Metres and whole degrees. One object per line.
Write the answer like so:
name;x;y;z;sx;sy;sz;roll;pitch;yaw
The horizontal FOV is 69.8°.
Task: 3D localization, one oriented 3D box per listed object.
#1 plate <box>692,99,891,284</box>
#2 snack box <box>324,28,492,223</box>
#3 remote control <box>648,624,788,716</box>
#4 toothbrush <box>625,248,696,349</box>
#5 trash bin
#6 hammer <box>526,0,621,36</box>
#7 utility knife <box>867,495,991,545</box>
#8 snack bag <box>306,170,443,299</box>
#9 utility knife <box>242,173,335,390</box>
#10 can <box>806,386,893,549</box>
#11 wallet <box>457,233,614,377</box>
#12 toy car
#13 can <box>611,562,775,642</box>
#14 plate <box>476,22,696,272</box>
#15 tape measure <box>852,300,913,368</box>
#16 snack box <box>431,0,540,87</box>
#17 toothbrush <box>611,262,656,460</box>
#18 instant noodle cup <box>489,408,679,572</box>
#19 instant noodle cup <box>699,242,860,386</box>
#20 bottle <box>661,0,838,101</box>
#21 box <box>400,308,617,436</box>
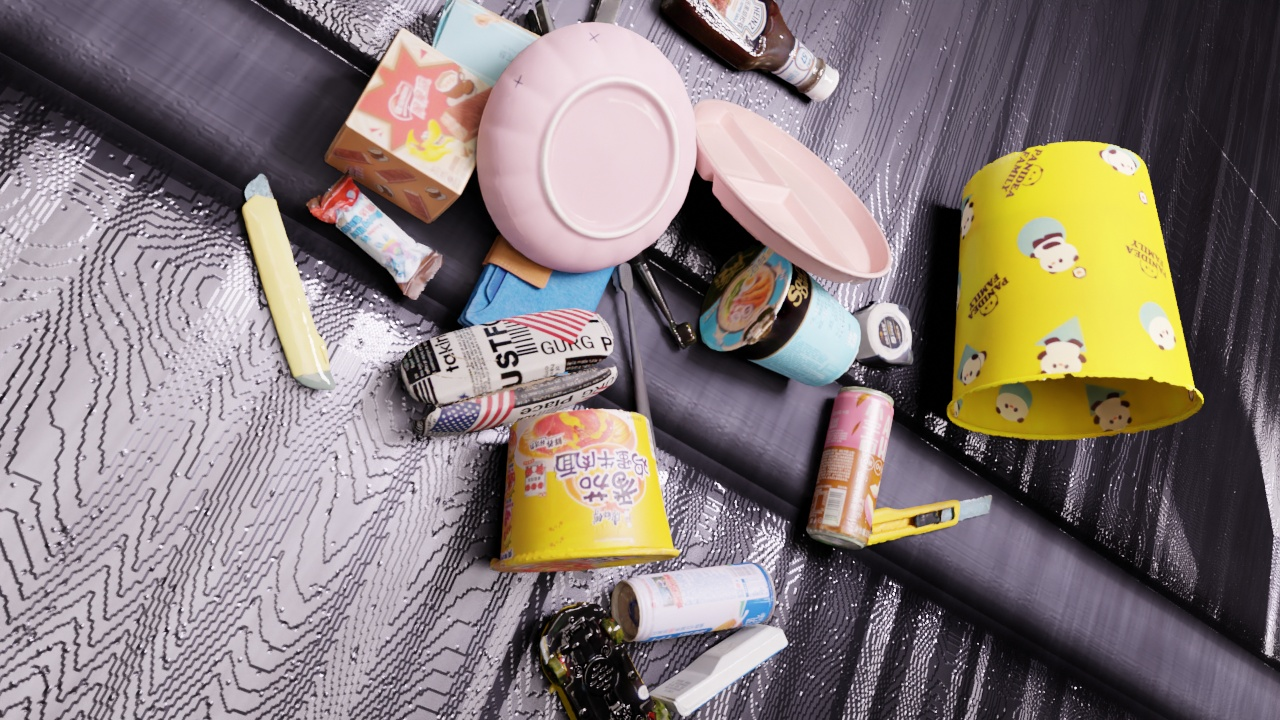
plate;0.133;-0.151;0.833;0.229;0.028;0.229;26;35;-20
snack box;-0.170;-0.175;0.698;0.094;0.077;0.092;31;68;-22
remote control;0.067;0.260;0.779;0.124;0.049;0.024;-24;92;-31
toothbrush;-0.009;-0.103;0.807;0.212;0.027;0.026;60;28;-8
trash bin;0.434;-0.068;0.949;0.229;0.230;0.255;14;70;-27
hammer;-0.013;-0.385;0.849;0.126;0.032;0.322;23;71;-26
utility knife;0.295;0.160;0.944;0.208;0.015;0.033;-4;87;-30
snack bag;-0.200;-0.095;0.698;0.105;0.026;0.045;43;61;-19
utility knife;-0.257;-0.056;0.664;0.030;0.018;0.167;-16;91;-35
can;0.201;0.102;0.875;0.058;0.058;0.147;25;71;-24
wallet;-0.080;-0.063;0.756;0.106;0.040;0.132;33;67;-26
toy car;-0.030;0.262;0.727;0.071;0.041;0.156;-31;99;-30
can;0.045;0.203;0.772;0.134;0.053;0.053;1;81;-30
plate;-0.030;-0.157;0.707;0.192;0.039;0.193;-14;117;-29
tape measure;0.244;-0.026;0.936;0.066;0.034;0.065;7;77;-31
snack box;-0.082;-0.233;0.745;0.174;0.074;0.052;22;107;-21
toothbrush;-0.005;0.005;0.800;0.015;0.018;0.181;-7;88;-36
instant noodle cup;-0.044;0.101;0.699;0.137;0.138;0.109;3;72;-29
instant noodle cup;0.134;-0.032;0.839;0.120;0.111;0.111;30;68;-31
bottle;0.114;-0.321;0.904;0.194;0.044;0.079;28;70;-24
box;-0.097;0.020;0.706;0.162;0.076;0.088;-14;133;-22
